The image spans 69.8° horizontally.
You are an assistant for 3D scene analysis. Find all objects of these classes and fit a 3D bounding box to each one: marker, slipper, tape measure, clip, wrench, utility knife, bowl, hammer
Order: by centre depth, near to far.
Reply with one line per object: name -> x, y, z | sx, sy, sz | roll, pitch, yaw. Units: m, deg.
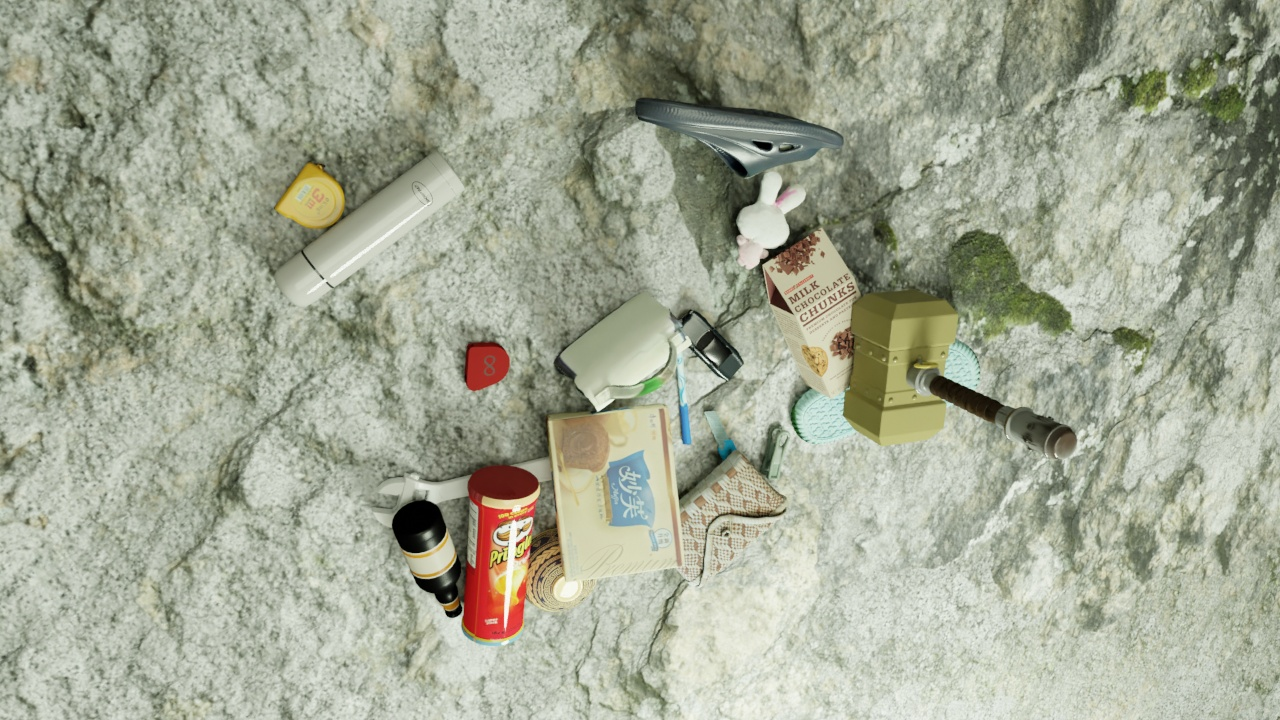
tape measure -> -0.346, -0.173, 0.980 | 0.059, 0.030, 0.068 | 36, 94, -27
hammer -> 0.381, 0.043, 1.092 | 0.100, 0.325, 0.190 | -6, 109, -21
slipper -> 0.119, -0.258, 1.094 | 0.267, 0.110, 0.083 | 4, 109, -19
tape measure -> -0.186, 0.007, 1.110 | 0.051, 0.019, 0.059 | -2, 115, -23
wrench -> -0.199, 0.154, 1.155 | 0.273, 0.018, 0.066 | -10, 111, -19
bowl -> -0.104, 0.285, 1.209 | 0.112, 0.061, 0.112 | -7, 109, -19
marker -> 0.056, 0.047, 1.221 | 0.013, 0.013, 0.142 | -13, 111, -17
utility knife -> 0.131, 0.152, 1.285 | 0.031, 0.015, 0.207 | -32, 114, -14
clip -> 0.190, 0.130, 1.293 | 0.023, 0.043, 0.076 | 6, 104, -25
slipper -> 0.342, 0.038, 1.303 | 0.276, 0.069, 0.116 | -21, 114, 2

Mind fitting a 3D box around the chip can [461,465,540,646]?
chip can -> -0.177, 0.243, 1.142 | 0.087, 0.087, 0.214 | -1, 114, -21

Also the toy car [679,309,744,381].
toy car -> 0.090, -0.019, 1.200 | 0.046, 0.034, 0.112 | -48, 117, -1

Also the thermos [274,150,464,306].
thermos -> -0.295, -0.141, 0.998 | 0.224, 0.052, 0.052 | -38, 117, -6

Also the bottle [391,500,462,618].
bottle -> -0.254, 0.255, 1.136 | 0.059, 0.059, 0.182 | -21, 129, -14

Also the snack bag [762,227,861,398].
snack bag -> 0.239, -0.065, 1.223 | 0.094, 0.070, 0.206 | -33, 116, -10

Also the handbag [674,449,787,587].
handbag -> 0.107, 0.224, 1.272 | 0.186, 0.047, 0.124 | -42, 114, 3

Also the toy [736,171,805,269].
toy -> 0.159, -0.176, 1.174 | 0.076, 0.037, 0.125 | 19, 102, -29

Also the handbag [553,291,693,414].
handbag -> -0.006, 0.006, 1.091 | 0.151, 0.176, 0.074 | -38, 118, -7

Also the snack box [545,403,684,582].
snack box -> -0.032, 0.164, 1.155 | 0.153, 0.055, 0.207 | -6, 92, -7
